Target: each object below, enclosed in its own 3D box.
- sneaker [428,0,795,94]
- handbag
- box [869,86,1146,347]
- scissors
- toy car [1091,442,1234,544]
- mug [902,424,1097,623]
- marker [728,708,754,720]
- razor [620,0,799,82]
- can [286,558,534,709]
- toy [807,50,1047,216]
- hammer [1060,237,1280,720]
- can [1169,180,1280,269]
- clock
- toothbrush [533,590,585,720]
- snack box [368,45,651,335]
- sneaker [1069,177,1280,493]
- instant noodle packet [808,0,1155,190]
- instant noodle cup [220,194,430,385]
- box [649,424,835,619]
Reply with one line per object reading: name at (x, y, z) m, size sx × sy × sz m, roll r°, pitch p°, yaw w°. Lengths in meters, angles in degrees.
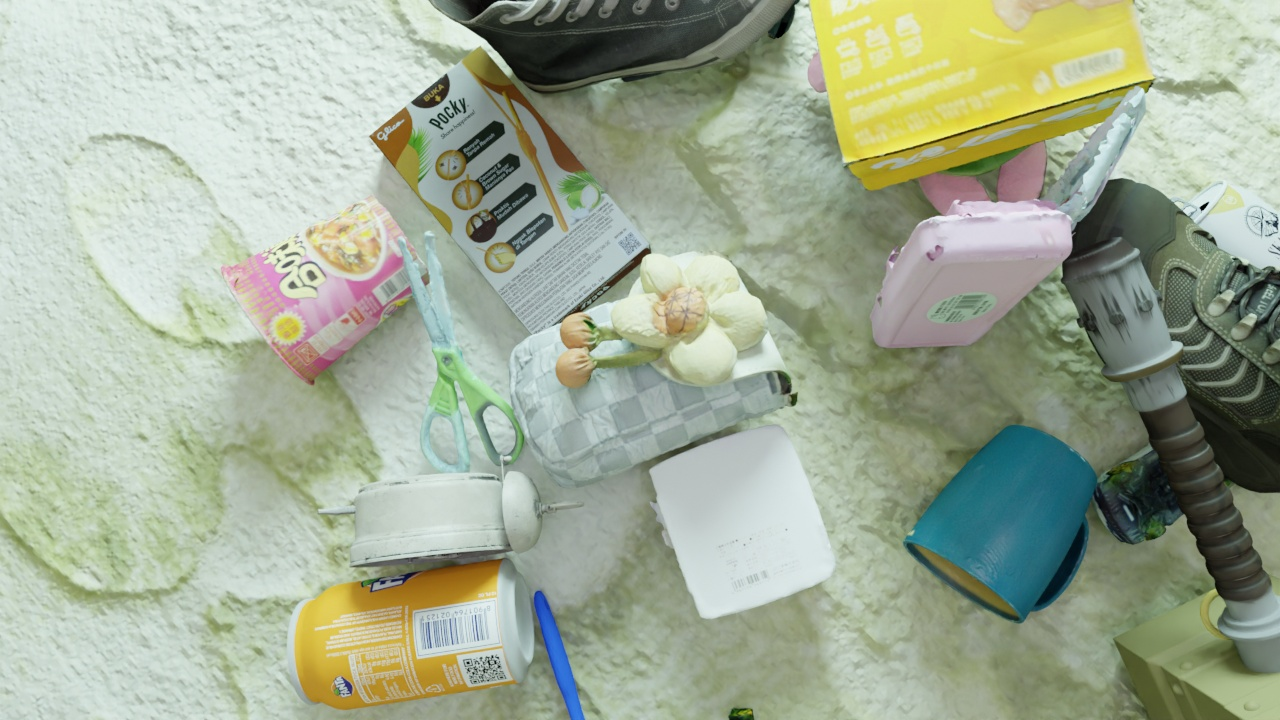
sneaker at (-0.014, -0.239, 0.564) m, size 0.235 × 0.119 × 0.095 m, roll -1°, pitch 83°, yaw 29°
handbag at (-0.003, 0.003, 0.577) m, size 0.171 × 0.123 × 0.112 m, roll -24°, pitch 63°, yaw 3°
box at (0.211, -0.059, 0.534) m, size 0.150 × 0.201 × 0.073 m, roll -28°, pitch 76°, yaw 0°
scissors at (-0.121, -0.005, 0.611) m, size 0.078 × 0.032 × 0.176 m, roll -6°, pitch 113°, yaw 7°
toy car at (0.340, 0.077, 0.598) m, size 0.105 × 0.033 × 0.048 m, roll -29°, pitch 86°, yaw -12°
mug at (0.241, 0.107, 0.584) m, size 0.112 × 0.084 × 0.104 m, roll 41°, pitch 81°, yaw -22°
marker at (0.083, 0.301, 0.598) m, size 0.017 × 0.017 × 0.146 m, roll -14°, pitch 84°, yaw 2°
razor at (0.048, -0.234, 0.644) m, size 0.143 × 0.047 × 0.052 m, roll -22°, pitch 108°, yaw 4°
can at (-0.144, 0.177, 0.592) m, size 0.142 × 0.079 × 0.079 m, roll -10°, pitch 83°, yaw 2°
toy at (0.208, -0.211, 0.609) m, size 0.190 × 0.087 × 0.238 m, roll -15°, pitch 90°, yaw 9°
hammer at (0.309, 0.087, 0.494) m, size 0.100 × 0.190 × 0.325 m, roll -26°, pitch 93°, yaw 0°
can at (0.395, -0.063, 0.593) m, size 0.127 × 0.064 × 0.064 m, roll 41°, pitch 87°, yaw 6°
clock at (-0.114, 0.096, 0.588) m, size 0.157 × 0.103 × 0.061 m, roll -8°, pitch 77°, yaw 7°
toothbrush at (-0.044, 0.243, 0.612) m, size 0.018 × 0.016 × 0.182 m, roll -19°, pitch 83°, yaw 6°
snack box at (-0.090, -0.116, 0.643) m, size 0.101 × 0.031 × 0.186 m, roll -40°, pitch 83°, yaw -1°
sneaker at (0.359, -0.017, 0.521) m, size 0.238 × 0.143 × 0.100 m, roll 45°, pitch 66°, yaw -9°
instant noodle packet at (0.182, -0.230, 0.535) m, size 0.163 × 0.084 × 0.221 m, roll -13°, pitch 84°, yaw 23°
instant noodle cup at (-0.204, -0.053, 0.618) m, size 0.108 × 0.098 × 0.097 m, roll -35°, pitch 83°, yaw -9°
box at (0.064, 0.106, 0.610) m, size 0.102 × 0.076 × 0.107 m, roll -20°, pitch 81°, yaw 3°
